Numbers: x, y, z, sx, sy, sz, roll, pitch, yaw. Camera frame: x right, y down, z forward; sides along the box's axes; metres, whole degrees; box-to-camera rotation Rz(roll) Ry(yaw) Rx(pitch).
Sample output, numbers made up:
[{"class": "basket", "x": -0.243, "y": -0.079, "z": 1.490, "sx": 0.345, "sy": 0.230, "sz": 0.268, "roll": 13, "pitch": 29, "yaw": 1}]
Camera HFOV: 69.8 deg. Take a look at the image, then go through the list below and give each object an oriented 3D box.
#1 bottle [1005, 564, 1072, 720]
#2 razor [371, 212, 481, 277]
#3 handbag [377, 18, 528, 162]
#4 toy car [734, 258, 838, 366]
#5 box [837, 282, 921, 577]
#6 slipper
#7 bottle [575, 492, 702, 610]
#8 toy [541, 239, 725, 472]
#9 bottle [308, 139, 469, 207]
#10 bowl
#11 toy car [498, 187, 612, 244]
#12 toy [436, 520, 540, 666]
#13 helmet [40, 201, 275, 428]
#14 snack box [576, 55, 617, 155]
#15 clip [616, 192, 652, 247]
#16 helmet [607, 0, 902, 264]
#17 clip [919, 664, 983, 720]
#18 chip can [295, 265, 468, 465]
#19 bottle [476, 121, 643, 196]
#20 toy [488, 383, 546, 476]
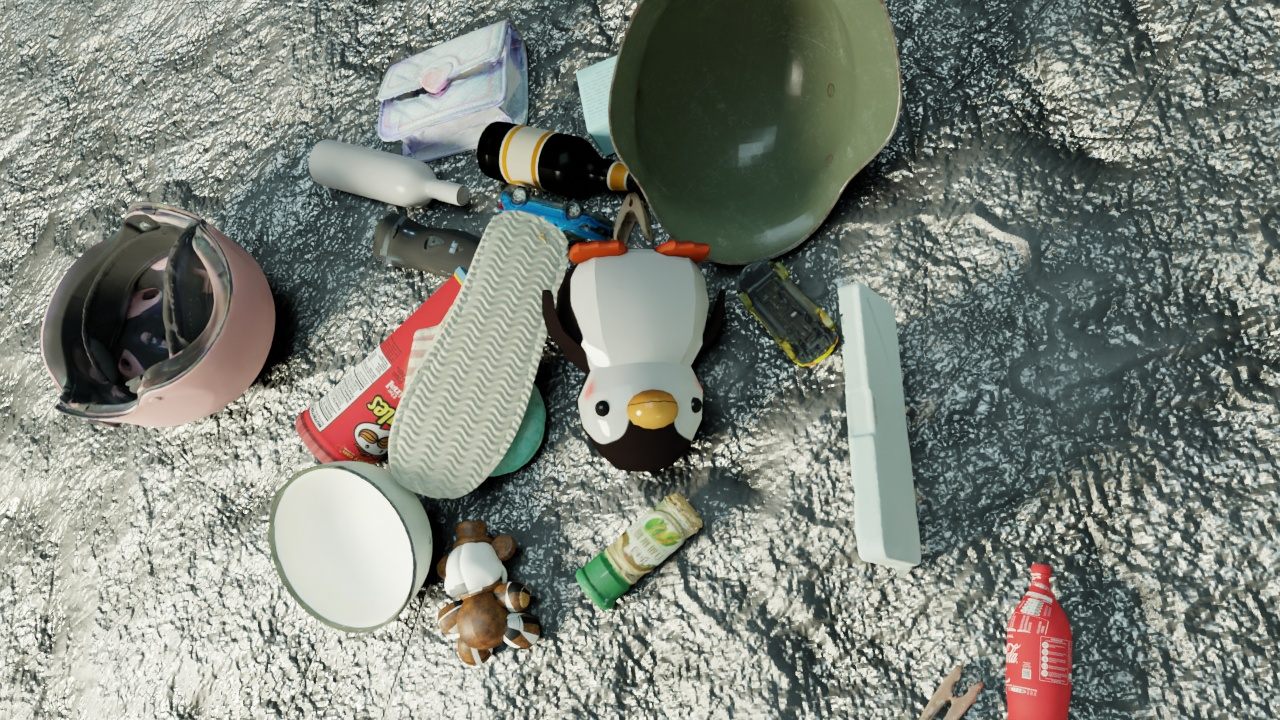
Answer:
[{"class": "bottle", "x": 0.275, "y": 0.213, "z": 0.633, "sx": 0.042, "sy": 0.042, "sz": 0.141, "roll": 2, "pitch": 72, "yaw": 22}, {"class": "razor", "x": -0.211, "y": -0.116, "z": 0.927, "sx": 0.141, "sy": 0.063, "sz": 0.053, "roll": 13, "pitch": 78, "yaw": 26}, {"class": "handbag", "x": -0.203, "y": -0.294, "z": 0.988, "sx": 0.159, "sy": 0.069, "sz": 0.126, "roll": -11, "pitch": 66, "yaw": 20}, {"class": "toy car", "x": 0.124, "y": -0.043, "z": 0.789, "sx": 0.049, "sy": 0.030, "sz": 0.107, "roll": -39, "pitch": 69, "yaw": 6}, {"class": "box", "x": 0.180, "y": 0.053, "z": 0.673, "sx": 0.044, "sy": 0.136, "sz": 0.197, "roll": -8, "pitch": 69, "yaw": 24}, {"class": "slipper", "x": -0.144, "y": -0.007, "z": 0.815, "sx": 0.115, "sy": 0.052, "sz": 0.263, "roll": 23, "pitch": 86, "yaw": -11}, {"class": "bottle", "x": 0.000, "y": 0.158, "z": 0.761, "sx": 0.111, "sy": 0.043, "sz": 0.043, "roll": -41, "pitch": 62, "yaw": 3}, {"class": "toy", "x": -0.005, "y": 0.005, "z": 0.787, "sx": 0.159, "sy": 0.140, "sz": 0.184, "roll": -1, "pitch": 78, "yaw": -13}, {"class": "bottle", "x": -0.266, "y": -0.195, "z": 0.984, "sx": 0.195, "sy": 0.052, "sz": 0.052, "roll": 17, "pitch": 78, "yaw": 25}, {"class": "bowl", "x": -0.250, "y": 0.159, "z": 0.824, "sx": 0.153, "sy": 0.072, "sz": 0.153, "roll": 4, "pitch": 101, "yaw": 19}, {"class": "toy car", "x": -0.084, "y": -0.136, "z": 0.893, "sx": 0.120, "sy": 0.056, "sz": 0.043, "roll": 15, "pitch": 91, "yaw": 29}, {"class": "toy", "x": -0.137, "y": 0.197, "z": 0.793, "sx": 0.087, "sy": 0.067, "sz": 0.112, "roll": -22, "pitch": 56, "yaw": 13}, {"class": "helmet", "x": -0.492, "y": -0.038, "z": 0.960, "sx": 0.256, "sy": 0.152, "sz": 0.229, "roll": -5, "pitch": 73, "yaw": 21}, {"class": "snack box", "x": 0.027, "y": -0.270, "z": 0.896, "sx": 0.175, "sy": 0.053, "sz": 0.075, "roll": -17, "pitch": 66, "yaw": 13}, {"class": "clip", "x": -0.002, "y": -0.137, "z": 0.878, "sx": 0.061, "sy": 0.026, "sz": 0.049, "roll": 30, "pitch": 74, "yaw": 35}, {"class": "helmet", "x": 0.084, "y": -0.221, "z": 0.778, "sx": 0.227, "sy": 0.268, "sz": 0.153, "roll": -3, "pitch": 30, "yaw": -2}, {"class": "clip", "x": 0.217, "y": 0.244, "z": 0.655, "sx": 0.061, "sy": 0.026, "sz": 0.049, "roll": -21, "pitch": 64, "yaw": 12}, {"class": "chip can", "x": -0.220, "y": 0.013, "z": 0.874, "sx": 0.213, "sy": 0.087, "sz": 0.087, "roll": -43, "pitch": 62, "yaw": 1}, {"class": "bottle", "x": -0.073, "y": -0.192, "z": 0.903, "sx": 0.182, "sy": 0.059, "sz": 0.059, "roll": 18, "pitch": 79, "yaw": 26}, {"class": "toy", "x": -0.123, "y": 0.062, "z": 0.850, "sx": 0.085, "sy": 0.033, "sz": 0.105, "roll": 20, "pitch": 81, "yaw": 37}]
